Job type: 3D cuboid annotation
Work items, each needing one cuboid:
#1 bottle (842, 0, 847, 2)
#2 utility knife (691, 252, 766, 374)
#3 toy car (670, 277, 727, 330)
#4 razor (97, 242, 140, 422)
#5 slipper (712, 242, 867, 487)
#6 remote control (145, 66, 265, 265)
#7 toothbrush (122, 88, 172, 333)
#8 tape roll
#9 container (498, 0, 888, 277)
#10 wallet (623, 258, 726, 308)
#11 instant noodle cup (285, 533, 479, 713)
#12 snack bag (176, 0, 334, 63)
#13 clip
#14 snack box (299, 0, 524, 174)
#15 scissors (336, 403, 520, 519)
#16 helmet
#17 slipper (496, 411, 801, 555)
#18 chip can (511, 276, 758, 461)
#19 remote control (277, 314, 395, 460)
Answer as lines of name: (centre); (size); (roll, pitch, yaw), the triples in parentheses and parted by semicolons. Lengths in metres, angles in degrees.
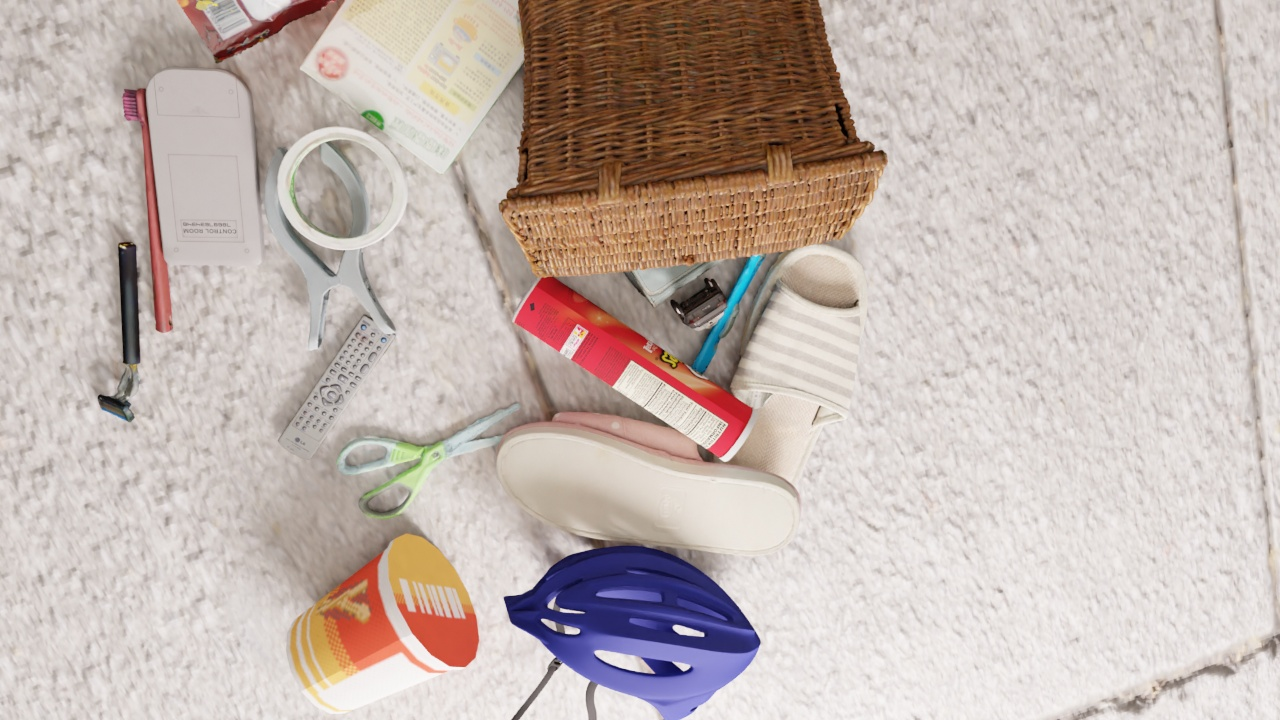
bottle: (0.117, -0.347, 0.695); (0.071, 0.071, 0.164); (-40, 108, 4)
utility knife: (0.068, -0.024, 0.808); (0.015, 0.031, 0.186); (33, 105, 20)
toy car: (0.052, -0.043, 0.762); (0.040, 0.092, 0.037); (-33, 96, 2)
razor: (-0.414, -0.024, 0.741); (0.043, 0.022, 0.144); (16, 103, 29)
slipper: (0.129, 0.030, 0.819); (0.114, 0.054, 0.273); (11, 107, -15)
remote control: (-0.337, -0.149, 0.715); (0.074, 0.019, 0.151); (0, 107, -8)
toothbrush: (-0.385, -0.115, 0.720); (0.016, 0.016, 0.190); (1, 106, -4)
tape roll: (-0.229, -0.132, 0.706); (0.094, 0.018, 0.094); (-1, 101, -6)
container: (0.028, -0.178, 0.663); (0.250, 0.162, 0.183); (-7, 79, 1)
wallet: (0.038, -0.116, 0.765); (0.131, 0.054, 0.100); (-35, 109, -2)
instant noodle cup: (-0.227, 0.236, 0.798); (0.121, 0.123, 0.123); (-31, 108, 9)
snack bag: (-0.237, -0.310, 0.650); (0.208, 0.066, 0.139); (-30, 86, 1)
clip: (-0.268, -0.089, 0.734); (0.115, 0.028, 0.163); (-13, 102, -3)
snack box: (-0.157, -0.251, 0.706); (0.132, 0.027, 0.168); (36, 99, -15)
scissors: (-0.176, 0.089, 0.813); (0.175, 0.032, 0.093); (-13, 105, 0)
helmet: (-0.022, 0.275, 0.816); (0.241, 0.148, 0.228); (25, 100, -24)
slipper: (0.008, 0.109, 0.816); (0.274, 0.054, 0.114); (13, 116, -1)
chip can: (-0.005, 0.005, 0.768); (0.214, 0.051, 0.052); (33, 99, -3)
remote control: (-0.259, 0.024, 0.780); (0.033, 0.013, 0.136); (35, 98, -14)
